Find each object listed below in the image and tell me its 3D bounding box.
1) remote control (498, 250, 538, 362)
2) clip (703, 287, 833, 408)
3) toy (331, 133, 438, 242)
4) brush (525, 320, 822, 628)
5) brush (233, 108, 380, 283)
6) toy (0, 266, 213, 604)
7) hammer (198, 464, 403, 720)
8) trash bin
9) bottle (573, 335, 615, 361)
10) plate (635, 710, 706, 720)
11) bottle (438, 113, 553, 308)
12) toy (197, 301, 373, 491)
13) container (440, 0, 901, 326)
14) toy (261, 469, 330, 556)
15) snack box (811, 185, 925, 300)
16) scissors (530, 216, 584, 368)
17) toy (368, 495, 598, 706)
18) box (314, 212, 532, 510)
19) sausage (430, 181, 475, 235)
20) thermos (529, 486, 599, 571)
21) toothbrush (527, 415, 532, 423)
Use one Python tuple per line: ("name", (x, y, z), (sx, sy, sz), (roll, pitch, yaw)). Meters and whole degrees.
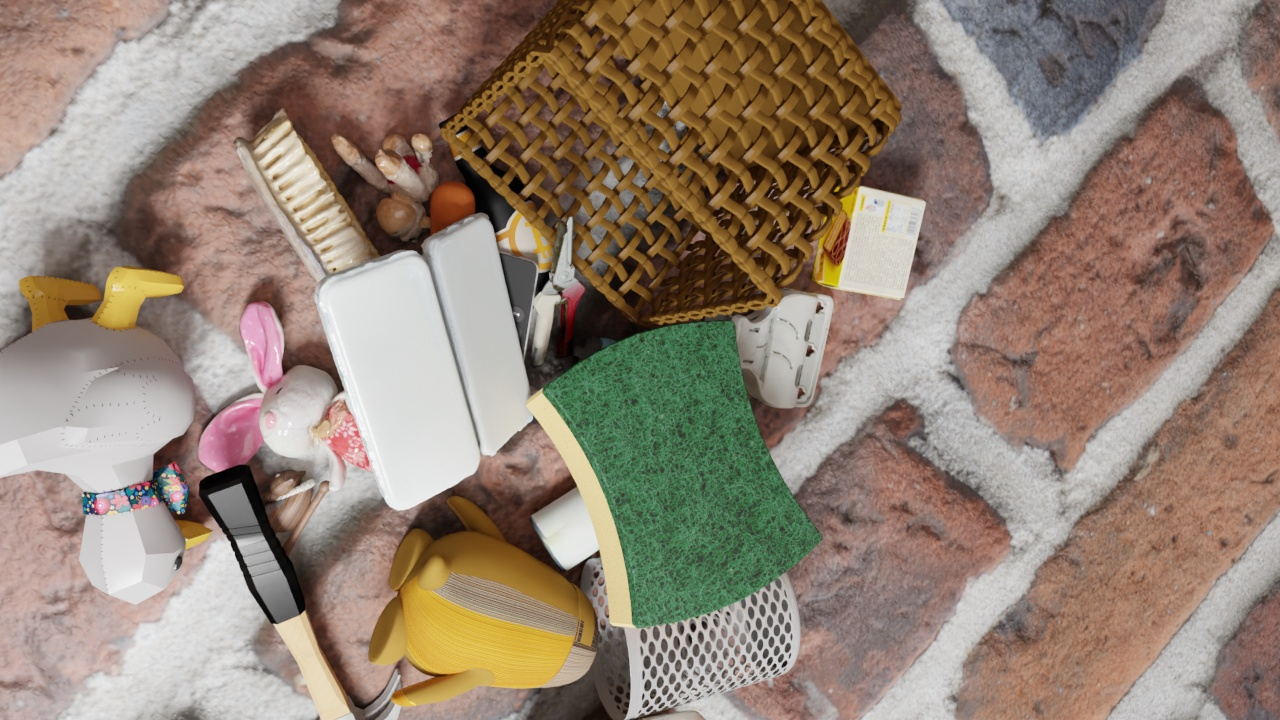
("remote control", (-0.126, -0.031, 0.850), (0.045, 0.008, 0.147), (17, 120, 6))
("clip", (0.135, -0.015, 0.952), (0.143, 0.074, 0.125), (7, 96, -30))
("toy", (-0.218, -0.150, 0.806), (0.074, 0.085, 0.106), (-45, 141, -42))
("brush", (0.030, 0.100, 0.838), (0.194, 0.075, 0.250), (-19, 84, -24))
("brush", (-0.252, -0.081, 0.793), (0.056, 0.083, 0.271), (-32, 108, -9))
("toy", (-0.424, 0.061, 0.719), (0.141, 0.246, 0.267), (-5, 85, 4))
("hammer", (-0.313, 0.239, 0.831), (0.131, 0.039, 0.328), (-20, 118, -16))
("trash bin", (0.049, 0.264, 0.928), (0.183, 0.156, 0.156), (-6, 103, -20))
("bottle", (-0.005, 0.005, 0.916), (0.130, 0.040, 0.040), (15, 96, -20))
("plate", (-0.036, 0.379, 0.924), (0.186, 0.187, 0.016), (-7, 69, -17))
("bottle", (-0.128, -0.138, 0.836), (0.059, 0.059, 0.182), (-32, 109, -10))
("toy", (-0.284, 0.053, 0.806), (0.194, 0.084, 0.159), (25, 98, 3))
("container", (0.025, -0.198, 0.762), (0.251, 0.220, 0.213), (44, 68, -21))
("toy", (-0.326, 0.143, 0.838), (0.055, 0.041, 0.102), (32, 96, -7))
("snack box", (0.237, -0.123, 0.957), (0.083, 0.061, 0.106), (8, 98, -20))
("scissors", (-0.069, -0.057, 0.829), (0.146, 0.015, 0.188), (2, 136, -50))
("toy", (-0.138, 0.247, 0.878), (0.203, 0.163, 0.198), (25, 53, -23))
("box", (-0.163, -0.001, 0.764), (0.192, 0.061, 0.210), (-30, 121, -40))
("sausage", (-0.167, -0.078, 0.822), (0.039, 0.044, 0.164), (4, 119, -2))
("thermos", (0.001, 0.124, 0.929), (0.230, 0.068, 0.068), (-31, 109, -10))
("toothbrush", (-0.178, 0.079, 0.888), (0.155, 0.016, 0.022), (-23, 77, -11))
